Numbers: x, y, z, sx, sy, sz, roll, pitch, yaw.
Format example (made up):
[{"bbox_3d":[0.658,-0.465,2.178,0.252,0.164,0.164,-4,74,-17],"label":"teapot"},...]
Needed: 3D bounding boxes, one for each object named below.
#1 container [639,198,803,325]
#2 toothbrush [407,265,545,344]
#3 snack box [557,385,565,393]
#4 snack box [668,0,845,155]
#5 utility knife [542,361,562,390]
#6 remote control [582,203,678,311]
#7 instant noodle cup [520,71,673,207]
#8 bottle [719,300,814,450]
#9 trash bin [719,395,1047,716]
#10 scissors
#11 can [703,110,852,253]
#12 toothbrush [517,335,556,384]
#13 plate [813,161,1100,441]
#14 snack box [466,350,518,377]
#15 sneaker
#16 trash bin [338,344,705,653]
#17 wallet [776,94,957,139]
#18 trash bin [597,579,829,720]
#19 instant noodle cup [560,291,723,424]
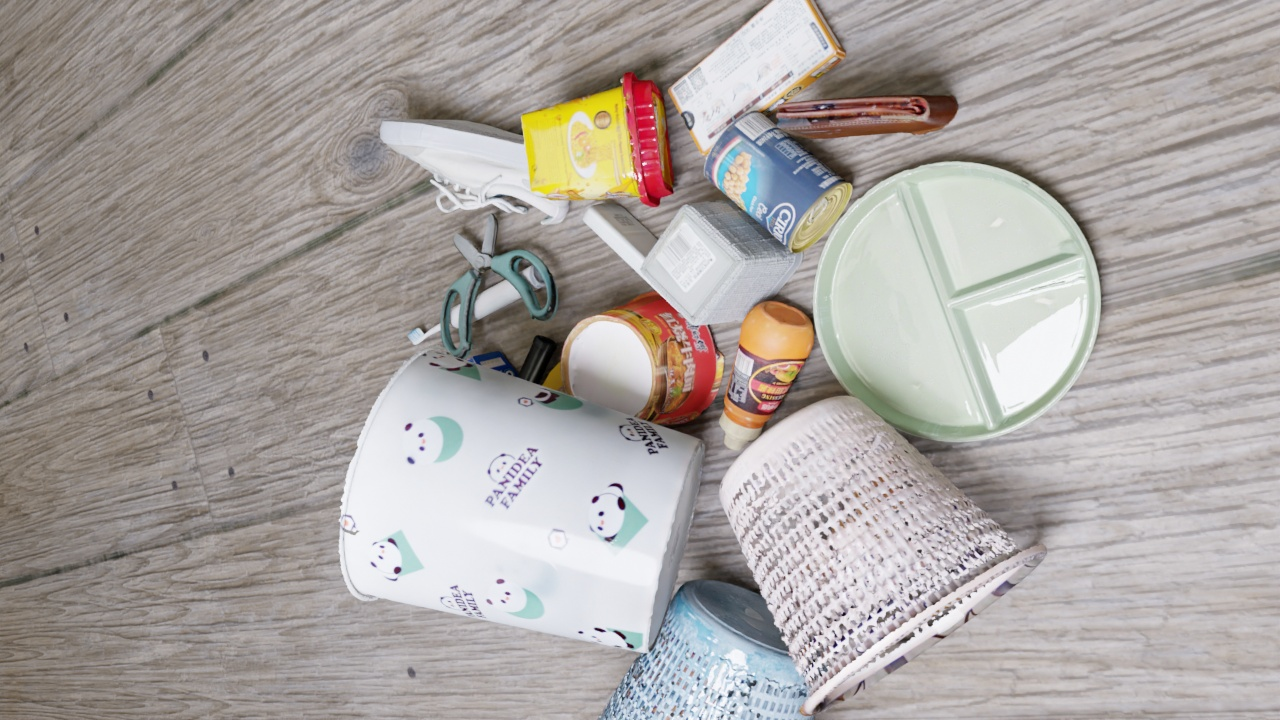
[{"bbox_3d":[0.070,-0.088,0.821,0.090,0.114,0.090,46,119,18],"label":"container"},{"bbox_3d":[-0.192,-0.058,1.050,0.222,0.026,0.026,-22,110,34],"label":"toothbrush"},{"bbox_3d":[-0.069,0.081,0.941,0.093,0.094,0.077,-40,76,17],"label":"snack box"},{"bbox_3d":[0.101,-0.258,0.825,0.154,0.026,0.075,-33,80,32],"label":"snack box"},{"bbox_3d":[-0.130,0.066,1.033,0.231,0.015,0.033,-46,51,28],"label":"utility knife"},{"bbox_3d":[0.007,-0.100,0.894,0.150,0.058,0.021,45,119,19],"label":"remote control"},{"bbox_3d":[-0.039,-0.197,0.857,0.124,0.116,0.116,-6,95,10],"label":"instant noodle cup"},{"bbox_3d":[0.109,0.021,0.850,0.067,0.066,0.150,32,121,25],"label":"bottle"},{"bbox_3d":[0.175,0.145,0.751,0.228,0.227,0.192,-50,58,29],"label":"trash bin"},{"bbox_3d":[-0.161,-0.064,1.000,0.175,0.019,0.170,34,112,28],"label":"scissors"},{"bbox_3d":[0.118,-0.157,0.802,0.111,0.075,0.075,45,119,19],"label":"can"},{"bbox_3d":[-0.146,0.071,1.018,0.027,0.026,0.213,26,104,0],"label":"toothbrush"},{"bbox_3d":[0.255,-0.047,0.760,0.231,0.027,0.230,6,101,32],"label":"plate"},{"bbox_3d":[-0.217,0.078,1.070,0.057,0.058,0.208,50,121,16],"label":"snack box"},{"bbox_3d":[-0.175,-0.203,0.984,0.242,0.089,0.091,17,111,23],"label":"sneaker"},{"bbox_3d":[-0.088,0.126,0.789,0.252,0.229,0.230,13,106,11],"label":"trash bin"},{"bbox_3d":[0.182,-0.197,0.738,0.125,0.101,0.032,4,102,32],"label":"wallet"},{"bbox_3d":[0.071,0.322,0.846,0.227,0.226,0.195,26,98,27],"label":"trash bin"},{"bbox_3d":[-0.005,0.005,0.890,0.138,0.108,0.138,6,102,33],"label":"instant noodle cup"}]
